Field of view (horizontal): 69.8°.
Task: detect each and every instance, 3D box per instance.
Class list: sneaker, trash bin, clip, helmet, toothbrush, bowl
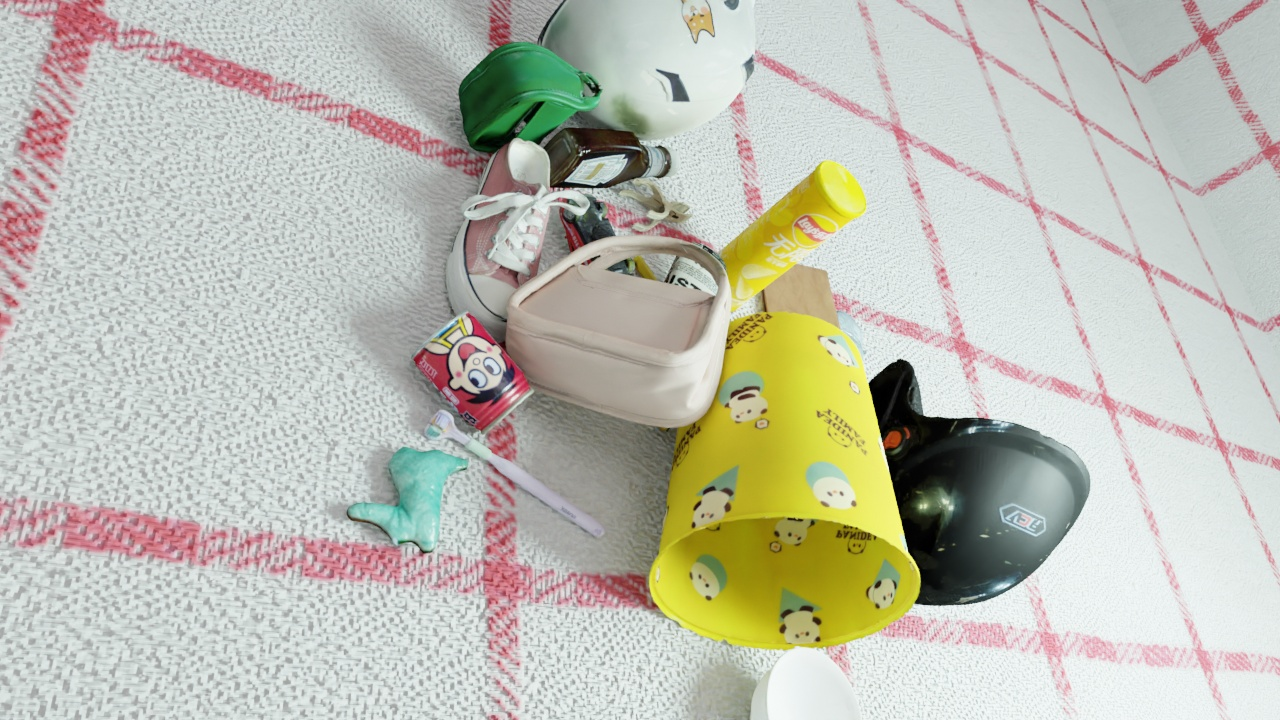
[{"bbox_3d":[-0.123,-0.133,0.898,0.118,0.088,0.240,25,54,-26],"label":"sneaker"},{"bbox_3d":[0.131,0.107,0.872,0.229,0.230,0.254,29,43,-23],"label":"trash bin"},{"bbox_3d":[0.016,-0.191,1.094,0.095,0.035,0.101,54,39,0],"label":"clip"},{"bbox_3d":[0.323,0.145,0.968,0.233,0.275,0.229,28,74,-16],"label":"helmet"},{"bbox_3d":[-0.106,0.104,0.813,0.189,0.029,0.021,36,8,-17],"label":"toothbrush"},{"bbox_3d":[0.138,0.329,0.837,0.118,0.065,0.118,21,52,-29],"label":"bowl"},{"bbox_3d":[0.043,-0.036,1.029,0.016,0.016,0.190,-28,82,-39],"label":"toothbrush"},{"bbox_3d":[0.024,-0.342,1.071,0.273,0.231,0.156,-5,77,-34],"label":"helmet"}]

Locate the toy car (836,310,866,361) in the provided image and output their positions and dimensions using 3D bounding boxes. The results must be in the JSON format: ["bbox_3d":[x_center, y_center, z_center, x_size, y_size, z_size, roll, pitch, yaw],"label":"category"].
[{"bbox_3d":[0.265,-0.017,1.187,0.054,0.037,0.120,32,44,-20],"label":"toy car"}]

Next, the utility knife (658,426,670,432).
[{"bbox_3d":[-0.006,0.006,0.962,0.033,0.015,0.156,-21,79,-39],"label":"utility knife"}]

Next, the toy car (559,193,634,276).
[{"bbox_3d":[-0.050,-0.122,0.986,0.052,0.045,0.120,-15,79,-46],"label":"toy car"}]

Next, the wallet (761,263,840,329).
[{"bbox_3d":[0.201,-0.079,1.169,0.101,0.020,0.115,11,53,-16],"label":"wallet"}]

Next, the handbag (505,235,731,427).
[{"bbox_3d":[-0.001,-0.053,0.877,0.193,0.093,0.233,14,44,16],"label":"handbag"}]

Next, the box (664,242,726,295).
[{"bbox_3d":[0.051,-0.062,1.006,0.069,0.052,0.163,37,56,-26],"label":"box"}]

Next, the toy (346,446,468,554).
[{"bbox_3d":[-0.185,0.110,0.738,0.096,0.030,0.091,13,53,-26],"label":"toy"}]

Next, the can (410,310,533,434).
[{"bbox_3d":[-0.146,0.012,0.805,0.094,0.067,0.066,49,44,-3],"label":"can"}]

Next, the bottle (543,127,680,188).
[{"bbox_3d":[-0.028,-0.229,1.050,0.194,0.080,0.044,-11,71,-47],"label":"bottle"}]

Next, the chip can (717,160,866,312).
[{"bbox_3d":[0.154,-0.136,1.042,0.072,0.214,0.072,22,50,-29],"label":"chip can"}]

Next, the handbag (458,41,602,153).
[{"bbox_3d":[-0.121,-0.271,0.965,0.120,0.132,0.068,-5,76,-46],"label":"handbag"}]
